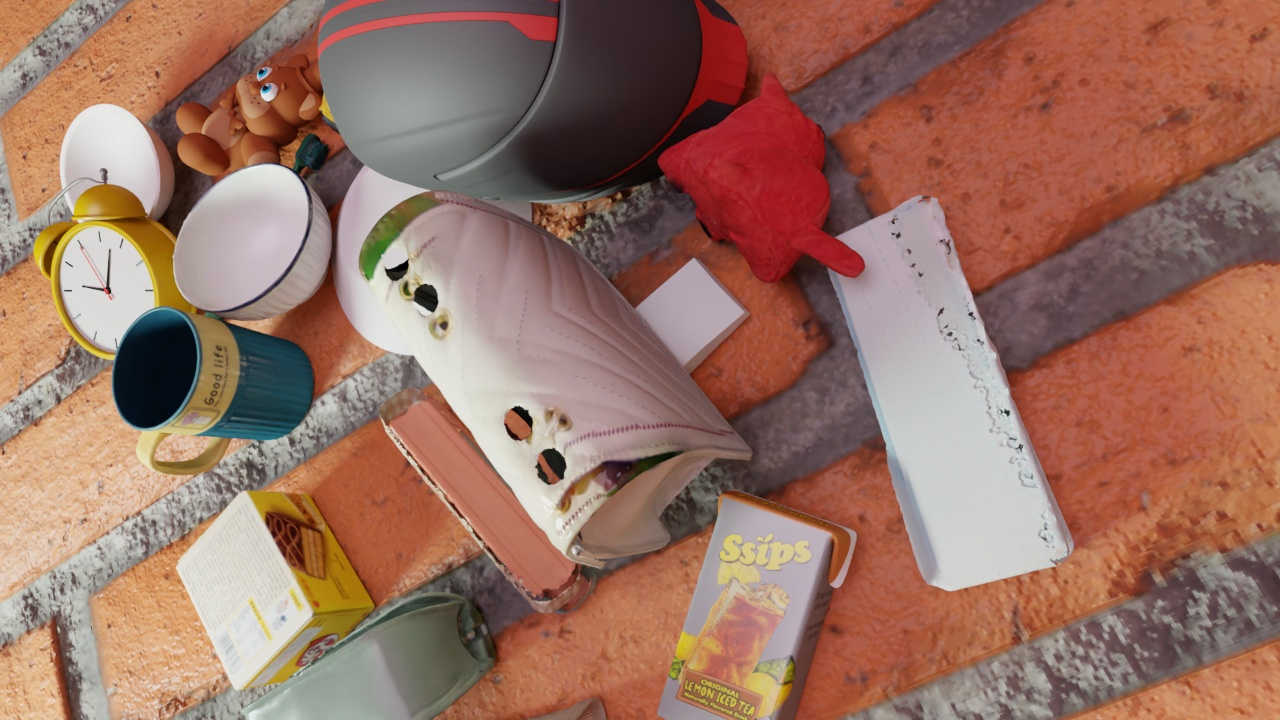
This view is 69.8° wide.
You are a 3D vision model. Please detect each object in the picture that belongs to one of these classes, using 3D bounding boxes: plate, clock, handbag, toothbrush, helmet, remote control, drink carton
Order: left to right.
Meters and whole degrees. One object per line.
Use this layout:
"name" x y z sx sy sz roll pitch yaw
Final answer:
"clock" -0.417 -0.069 0.726 0.114 0.052 0.152 -30 91 22
"toothbrush" -0.296 -0.091 0.715 0.017 0.016 0.190 34 96 21
"handbag" -0.164 0.197 0.554 0.122 0.106 0.067 -34 80 15
"handbag" -0.132 0.241 0.480 0.176 0.197 0.062 -21 73 20
"plate" -0.160 -0.092 0.641 0.174 0.036 0.174 -5 79 24
"helmet" -0.087 -0.179 0.540 0.265 0.169 0.164 4 93 30
"handbag" -0.050 0.009 0.489 0.096 0.141 0.198 -47 65 15
"remote control" -0.003 0.003 0.560 0.143 0.024 0.049 -45 66 12
"drink carton" 0.062 0.139 0.493 0.076 0.048 0.125 17 88 26

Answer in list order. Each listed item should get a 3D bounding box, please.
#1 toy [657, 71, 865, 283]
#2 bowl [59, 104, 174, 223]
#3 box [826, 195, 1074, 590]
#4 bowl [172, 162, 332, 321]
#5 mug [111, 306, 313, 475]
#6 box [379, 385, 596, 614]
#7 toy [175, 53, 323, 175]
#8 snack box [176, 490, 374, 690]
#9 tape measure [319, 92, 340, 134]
"toy" 0.081 -0.098 0.498 0.094 0.088 0.133 -40 47 -1
"bowl" -0.426 -0.155 0.765 0.110 0.040 0.110 3 100 20
"box" 0.154 0.017 0.480 0.083 0.066 0.199 -30 68 43
"bowl" -0.271 -0.078 0.670 0.118 0.062 0.118 -7 67 18
"mug" -0.305 0.027 0.648 0.083 0.107 0.113 25 91 24
"box" -0.097 0.087 0.589 0.058 0.062 0.188 -38 63 -14
"toy" -0.291 -0.193 0.705 0.128 0.065 0.095 -33 61 10
"snack box" -0.250 0.153 0.625 0.084 0.061 0.105 -45 66 12
"tape measure" -0.205 -0.194 0.679 0.066 0.037 0.064 27 92 26
